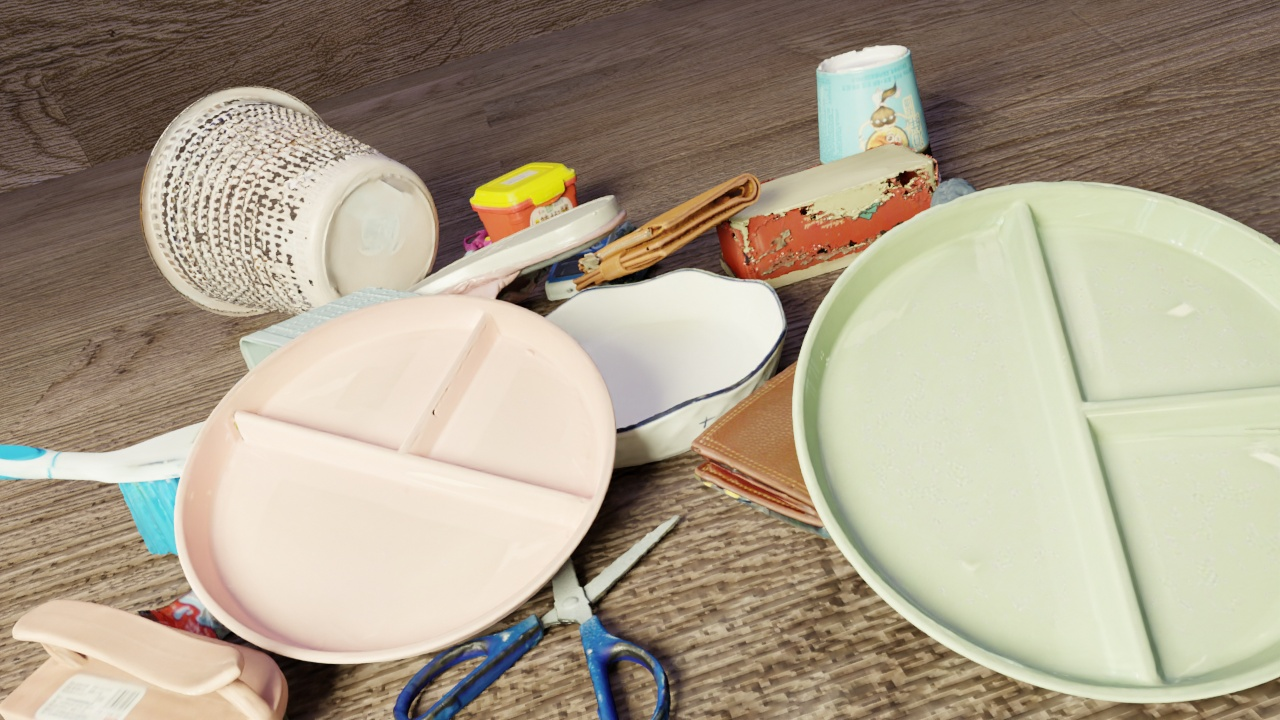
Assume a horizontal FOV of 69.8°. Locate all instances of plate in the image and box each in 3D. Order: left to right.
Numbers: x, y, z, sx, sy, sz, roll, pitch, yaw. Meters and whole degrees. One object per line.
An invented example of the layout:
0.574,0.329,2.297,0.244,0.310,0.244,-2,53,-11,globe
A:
-0.126,0.054,0.486,0.229,0.028,0.229,-3,49,3,plate
-0.004,0.003,0.601,0.205,0.045,0.204,-13,28,7,plate
0.179,0.022,0.378,0.230,0.027,0.229,-6,59,10,plate

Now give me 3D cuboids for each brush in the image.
-0.320,0.074,0.565,0.314,0.109,0.060,-13,30,5,brush
-0.220,0.147,0.414,0.146,0.073,0.063,2,32,27,brush

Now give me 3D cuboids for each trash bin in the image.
-0.307,-0.129,0.859,0.192,0.228,0.226,19,41,30,trash bin

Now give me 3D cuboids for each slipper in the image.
-0.129,-0.059,0.758,0.275,0.054,0.114,-23,15,17,slipper

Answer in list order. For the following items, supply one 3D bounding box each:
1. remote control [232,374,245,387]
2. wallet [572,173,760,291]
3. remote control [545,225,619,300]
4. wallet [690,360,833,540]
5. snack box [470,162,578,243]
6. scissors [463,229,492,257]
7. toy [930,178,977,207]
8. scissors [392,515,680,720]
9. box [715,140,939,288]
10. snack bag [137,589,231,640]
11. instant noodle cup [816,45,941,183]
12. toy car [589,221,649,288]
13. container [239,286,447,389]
-0.249,0.036,0.606,0.137,0.053,0.024,-40,42,46,remote control
0.015,-0.093,0.686,0.107,0.031,0.132,-34,9,-31,wallet
-0.050,-0.094,0.832,0.049,0.024,0.124,-8,32,15,remote control
0.103,0.040,0.492,0.124,0.032,0.101,-33,35,-29,wallet
-0.106,-0.141,0.891,0.082,0.080,0.091,16,41,44,snack box
-0.180,-0.106,0.939,0.094,0.017,0.137,13,42,42,scissors
0.236,-0.039,0.506,0.137,0.091,0.356,-9,27,-14,toy
-0.038,0.124,0.427,0.162,0.012,0.176,-23,27,-14,scissors
0.144,-0.121,0.723,0.168,0.077,0.091,-18,27,-3,box
-0.217,0.122,0.506,0.048,0.026,0.104,37,54,25,snack bag
0.201,-0.206,0.805,0.111,0.120,0.111,-13,27,6,instant noodle cup
-0.015,-0.082,0.775,0.034,0.043,0.090,-38,15,39,toy car
-0.207,0.004,0.665,0.090,0.090,0.111,10,33,41,container
